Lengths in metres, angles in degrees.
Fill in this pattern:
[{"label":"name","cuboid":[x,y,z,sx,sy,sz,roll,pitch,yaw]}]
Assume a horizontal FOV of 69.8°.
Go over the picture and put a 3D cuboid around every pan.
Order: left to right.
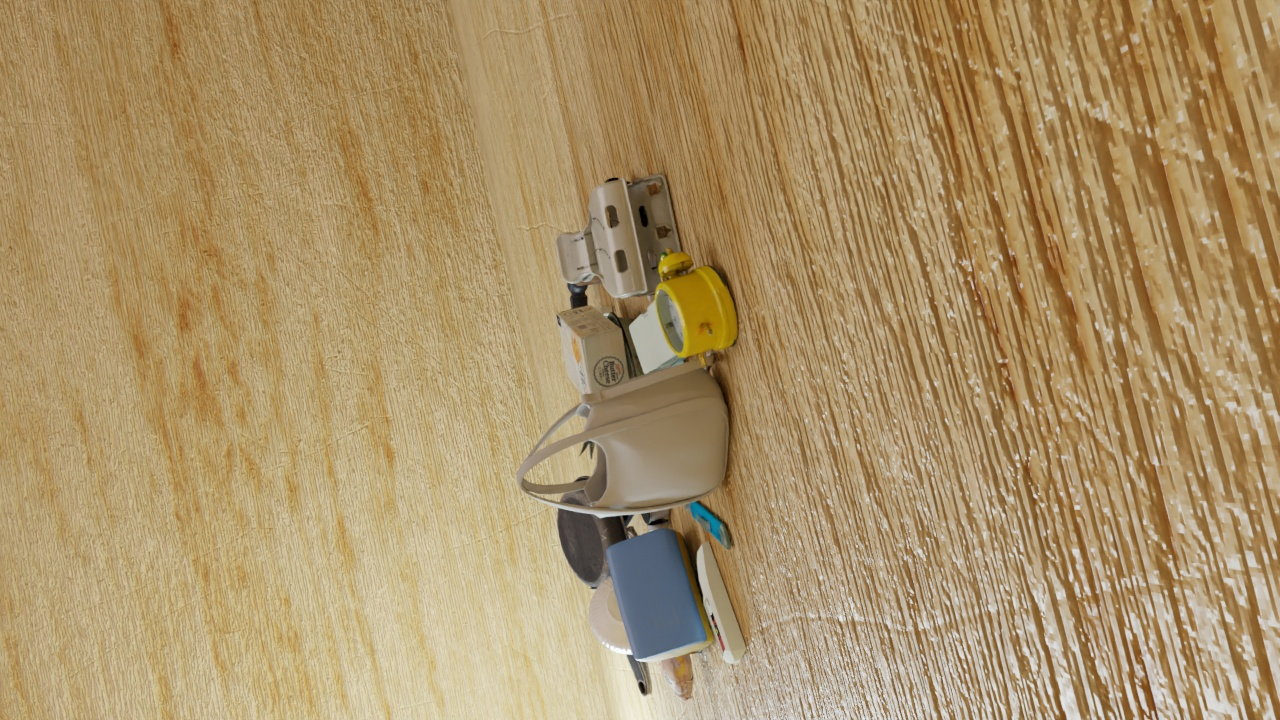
[{"label":"pan","cuboid":[-0.051,0.356,1.436,0.188,0.055,0.356,-20,83,56]}]

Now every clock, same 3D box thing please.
[{"label":"clock","cuboid":[0.016,0.202,1.362,0.094,0.035,0.123,-126,26,-63]},{"label":"clock","cuboid":[0.048,-0.055,0.878,0.083,0.057,0.118,93,155,-54]}]

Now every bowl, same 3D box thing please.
[{"label":"bowl","cuboid":[-0.018,0.356,1.318,0.062,0.118,0.118,84,169,-61]},{"label":"bowl","cuboid":[-0.008,0.007,1.258,0.157,0.038,0.157,167,91,-79]}]

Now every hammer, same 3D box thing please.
[{"label":"hammer","cuboid":[-0.070,-0.130,1.408,0.322,0.040,0.129,-169,74,-75]},{"label":"hammer","cuboid":[-0.062,0.076,1.467,0.317,0.028,0.147,127,158,-79]}]

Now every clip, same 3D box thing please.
[{"label":"clip","cuboid":[-0.034,-0.126,0.993,0.096,0.153,0.126,-7,-94,-66]}]

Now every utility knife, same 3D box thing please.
[{"label":"utility knife","cuboid":[0.078,0.193,1.110,0.179,0.015,0.031,-161,64,-78]}]

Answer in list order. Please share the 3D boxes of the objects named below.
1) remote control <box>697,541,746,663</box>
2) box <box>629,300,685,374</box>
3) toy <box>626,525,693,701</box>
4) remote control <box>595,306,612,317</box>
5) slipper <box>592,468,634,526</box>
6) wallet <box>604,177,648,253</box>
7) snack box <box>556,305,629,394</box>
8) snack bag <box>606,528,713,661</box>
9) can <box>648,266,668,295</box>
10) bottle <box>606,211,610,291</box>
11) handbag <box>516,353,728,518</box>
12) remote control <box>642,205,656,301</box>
[{"label":"remote control","cuboid":[0.092,0.298,1.120,0.050,0.024,0.143,96,159,-57]},{"label":"box","cuboid":[0.030,-0.029,1.026,0.199,0.066,0.083,137,139,-75]},{"label":"toy","cuboid":[0.025,0.387,1.408,0.264,0.065,0.196,-124,15,-75]},{"label":"remote control","cuboid":[-0.074,-0.072,1.480,0.136,0.043,0.013,162,96,-79]},{"label":"slipper","cuboid":[-0.025,0.195,1.473,0.101,0.082,0.264,-125,45,-57]},{"label":"wallet","cuboid":[-0.017,-0.168,1.087,0.115,0.026,0.089,-131,33,-67]},{"label":"snack box","cuboid":[-0.067,-0.007,1.280,0.208,0.057,0.104,-138,37,-72]},{"label":"snack bag","cuboid":[0.040,0.326,1.260,0.205,0.102,0.159,48,-157,-66]},{"label":"can","cuboid":[0.016,-0.092,1.059,0.080,0.031,0.031,-169,67,-78]},{"label":"bottle","cuboid":[-0.035,-0.142,1.224,0.044,0.044,0.109,124,133,-75]},{"label":"handbag","cuboid":[-0.023,0.083,0.953,0.095,0.222,0.216,-115,17,-44]},{"label":"remote control","cuboid":[0.007,-0.138,1.106,0.050,0.011,0.136,-114,17,-45]}]
